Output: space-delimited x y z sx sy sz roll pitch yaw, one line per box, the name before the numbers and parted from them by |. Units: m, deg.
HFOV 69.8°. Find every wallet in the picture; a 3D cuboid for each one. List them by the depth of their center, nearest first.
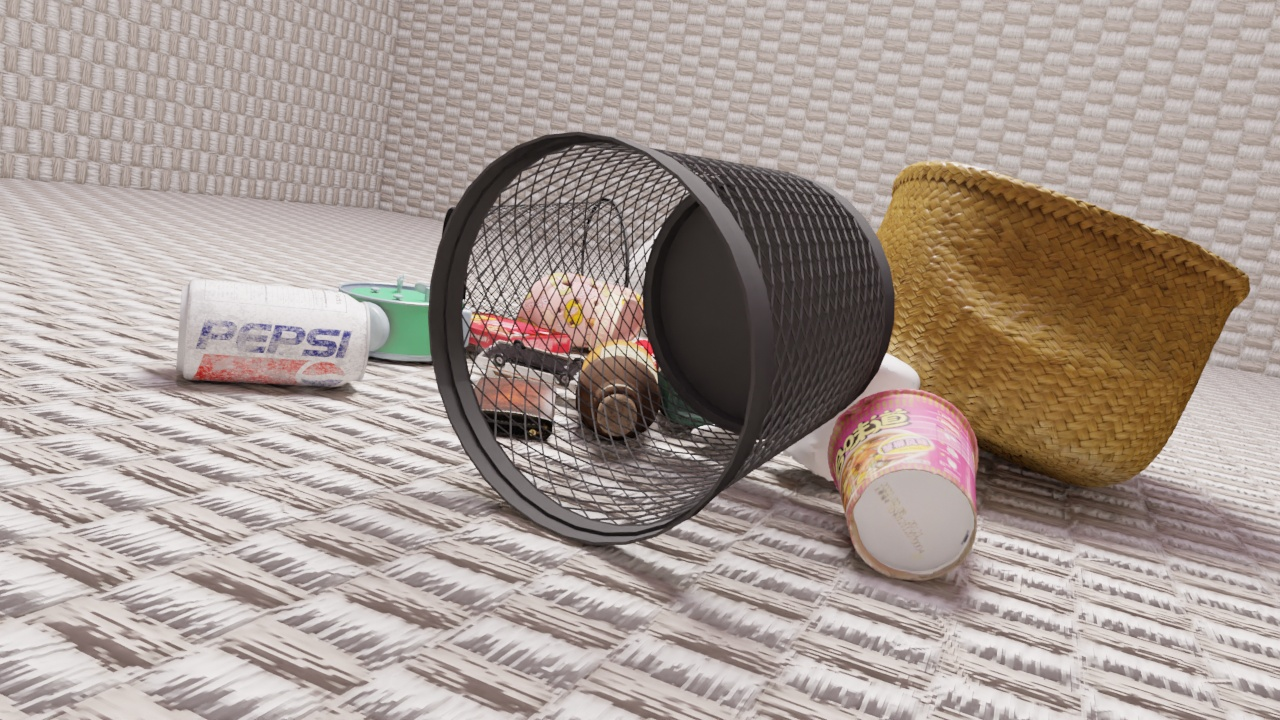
wallet | -0.105 0.036 0.746 0.072 0.019 0.123 8 10 -4

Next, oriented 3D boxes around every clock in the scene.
clock | -0.254 -0.044 0.906 0.122 0.075 0.161 17 14 40

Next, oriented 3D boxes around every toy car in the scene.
toy car | -0.097 0.011 0.851 0.113 0.039 0.039 15 35 24

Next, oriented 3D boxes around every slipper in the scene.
slipper | -0.054 -0.049 1.100 0.196 0.093 0.081 0 24 -46

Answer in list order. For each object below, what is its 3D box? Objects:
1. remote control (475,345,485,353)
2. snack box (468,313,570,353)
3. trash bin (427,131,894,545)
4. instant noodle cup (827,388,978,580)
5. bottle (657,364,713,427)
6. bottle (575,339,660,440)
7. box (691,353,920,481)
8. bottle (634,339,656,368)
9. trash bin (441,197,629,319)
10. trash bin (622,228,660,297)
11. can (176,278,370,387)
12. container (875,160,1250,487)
remote control | -0.130 -0.003 0.968 0.043 0.013 0.137 1 13 -40
snack box | -0.153 -0.030 0.988 0.133 0.021 0.089 15 12 38
trash bin | 0.028 -0.025 0.574 0.218 0.218 0.226 16 17 33
instant noodle cup | 0.164 0.079 0.564 0.098 0.098 0.108 11 18 9
bottle | 0.046 0.022 0.826 0.061 0.061 0.131 6 3 -5
bottle | -0.018 0.027 0.738 0.068 0.068 0.157 9 10 -2
box | 0.125 0.038 0.714 0.142 0.140 0.083 33 7 31
bottle | -0.006 0.006 0.947 0.042 0.042 0.141 11 10 10
trash bin | -0.146 -0.125 1.208 0.210 0.184 0.184 -1 13 -22
trash bin | 0.065 -0.123 1.390 0.195 0.195 0.200 6 1 -19
can | -0.290 -0.020 0.727 0.136 0.078 0.078 4 11 -26
container | 0.323 -0.022 0.807 0.307 0.196 0.307 25 2 -1
